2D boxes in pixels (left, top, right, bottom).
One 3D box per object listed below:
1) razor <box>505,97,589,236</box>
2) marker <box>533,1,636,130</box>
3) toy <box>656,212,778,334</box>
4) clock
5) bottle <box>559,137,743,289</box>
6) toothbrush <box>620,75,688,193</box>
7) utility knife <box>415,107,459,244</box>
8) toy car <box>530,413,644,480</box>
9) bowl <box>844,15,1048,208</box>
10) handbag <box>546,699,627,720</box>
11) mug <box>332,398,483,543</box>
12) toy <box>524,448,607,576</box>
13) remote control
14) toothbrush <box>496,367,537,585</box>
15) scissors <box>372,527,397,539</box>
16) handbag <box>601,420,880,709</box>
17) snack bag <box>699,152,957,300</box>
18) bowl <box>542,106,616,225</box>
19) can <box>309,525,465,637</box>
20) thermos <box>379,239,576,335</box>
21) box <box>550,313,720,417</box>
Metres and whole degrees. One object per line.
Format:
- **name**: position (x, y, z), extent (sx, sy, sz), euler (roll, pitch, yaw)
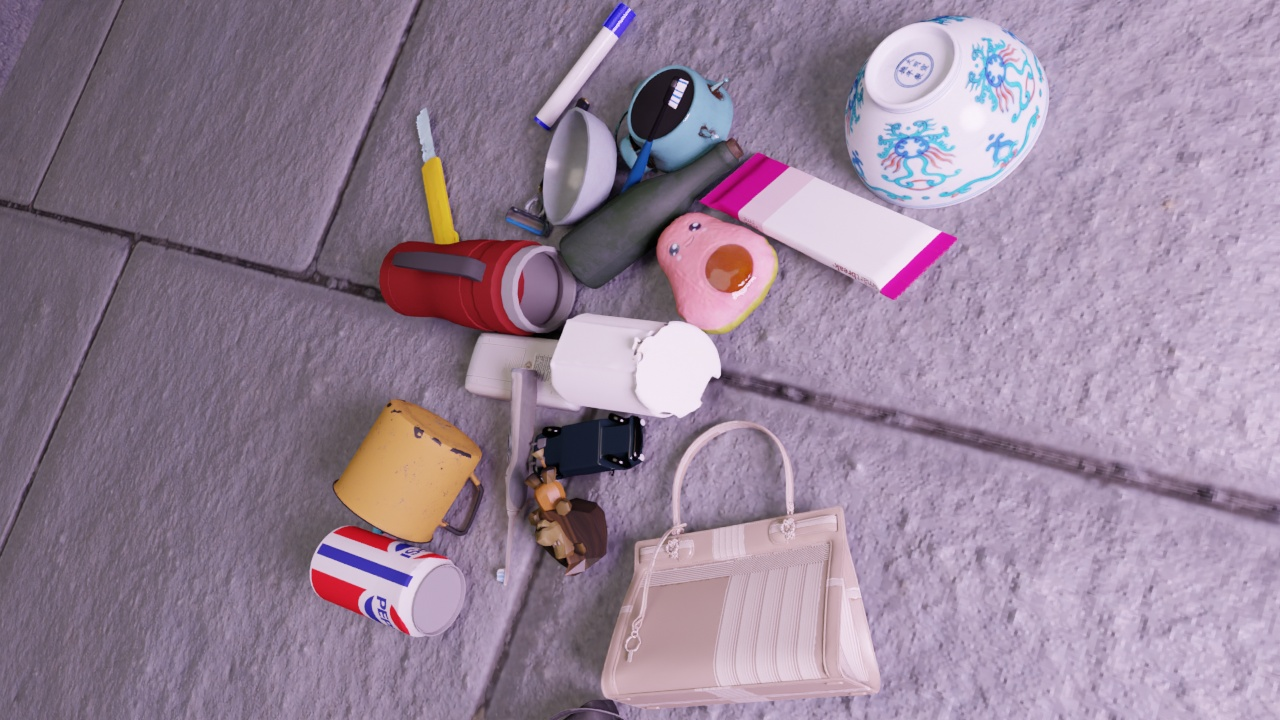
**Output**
- **razor**: position (-0.083, -0.190, 0.894), extent (0.043, 0.022, 0.144), euler (24, 82, -2)
- **marker**: position (-0.057, -0.291, 0.912), extent (0.142, 0.020, 0.020), euler (-50, 51, 10)
- **toy**: position (0.054, -0.073, 0.725), extent (0.090, 0.051, 0.110), euler (-49, 50, 5)
- **clock**: position (0.022, -0.210, 0.801), extent (0.124, 0.053, 0.090), euler (3, 74, 40)
- **bottle**: position (0.012, -0.129, 0.777), extent (0.174, 0.055, 0.055), euler (-34, 56, 20)
- **toothbrush**: position (0.004, -0.171, 0.767), extent (0.168, 0.014, 0.014), euler (121, 173, -53)
- **utility knife**: position (-0.223, -0.193, 0.999), extent (0.030, 0.019, 0.223), euler (-27, 63, 19)
- **toy car**: position (-0.043, 0.072, 0.753), extent (0.112, 0.034, 0.046), euler (-13, 65, 33)
- **bowl**: position (0.202, -0.188, 0.645), extent (0.144, 0.074, 0.143), euler (-14, 65, 32)
- **handbag**: position (-0.054, 0.304, 0.662), extent (0.129, 0.054, 0.079), euler (-39, 58, 16)
- **mug**: position (-0.196, 0.103, 0.823), extent (0.124, 0.100, 0.094), euler (33, 92, -1)
- **toy**: position (-0.064, 0.119, 0.725), extent (0.076, 0.062, 0.100), euler (-28, 87, 44)
- **remote control**: position (-0.102, 0.008, 0.827), extent (0.139, 0.025, 0.060), euler (7, 77, 36)
- **toothbrush**: position (-0.106, 0.099, 0.785), extent (0.024, 0.022, 0.185), euler (5, 88, -4)
- **scissors**: position (-0.267, 0.203, 0.887), extent (0.141, 0.015, 0.111), euler (-33, 59, 27)
- **handbag**: position (0.066, 0.134, 0.647), extent (0.176, 0.062, 0.197), euler (-17, 55, 31)
- **snack bag**: position (0.135, -0.106, 0.690), extent (0.070, 0.016, 0.196), euler (-43, 49, -14)
- **bowl**: position (-0.051, -0.173, 0.836), extent (0.107, 0.039, 0.106), euler (-24, 63, 59)
- **can**: position (-0.224, 0.194, 0.811), extent (0.132, 0.070, 0.070), euler (9, 78, 32)
- **thermos**: position (-0.164, -0.075, 0.852), extent (0.199, 0.108, 0.084), euler (8, 79, 40)
- **box**: position (-0.004, 0.004, 0.717), extent (0.143, 0.089, 0.080), euler (8, 65, 36)
